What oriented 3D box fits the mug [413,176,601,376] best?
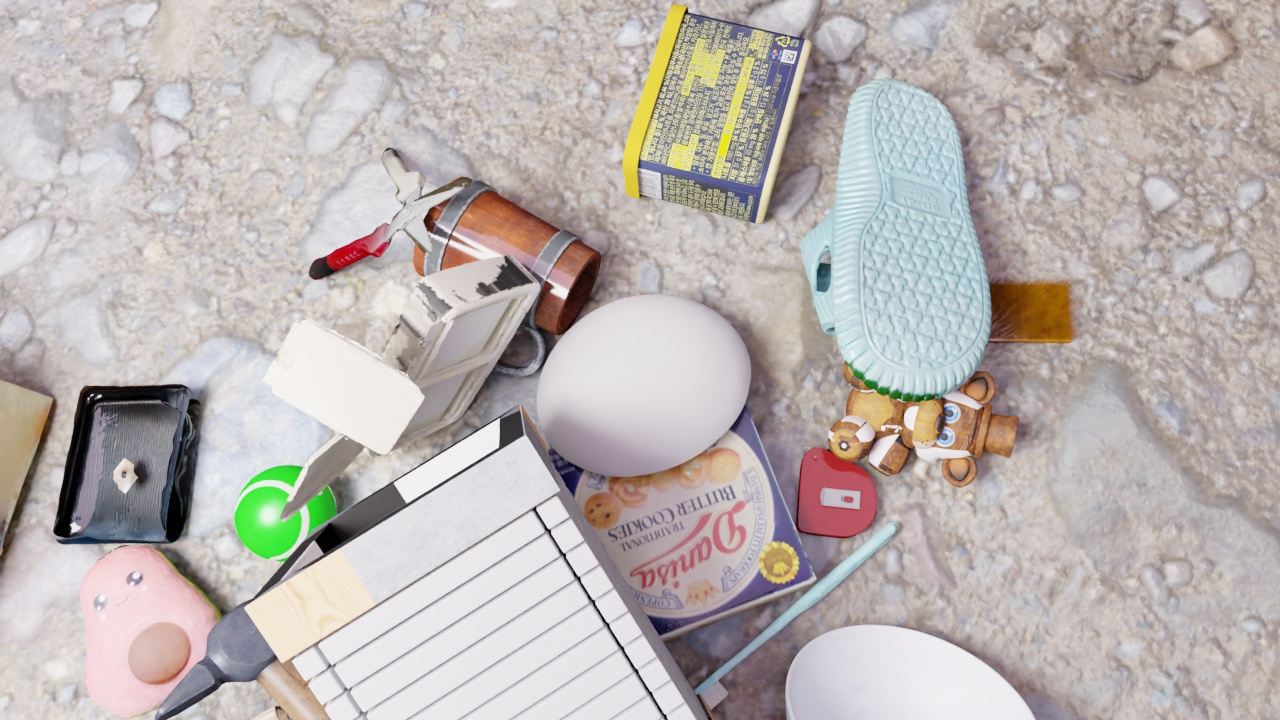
[{"bbox_3d":[-0.100,-0.056,0.658,0.111,0.081,0.117,27,102,8],"label":"mug"}]

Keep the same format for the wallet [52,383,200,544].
[{"bbox_3d":[-0.370,0.076,0.663,0.089,0.026,0.114,-1,73,6],"label":"wallet"}]

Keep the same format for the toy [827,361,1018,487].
[{"bbox_3d":[0.188,0.038,0.607,0.113,0.067,0.087,13,93,21],"label":"toy"}]

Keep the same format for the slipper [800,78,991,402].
[{"bbox_3d":[0.174,-0.083,0.632,0.116,0.070,0.275,14,58,-8],"label":"slipper"}]

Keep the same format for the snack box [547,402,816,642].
[{"bbox_3d":[0.024,0.105,0.613,0.144,0.043,0.145,-21,73,0],"label":"snack box"}]

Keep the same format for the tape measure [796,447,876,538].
[{"bbox_3d":[0.133,0.090,0.620,0.051,0.019,0.059,5,75,6],"label":"tape measure"}]

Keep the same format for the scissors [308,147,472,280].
[{"bbox_3d":[-0.179,-0.108,0.656,0.199,0.015,0.179,-30,42,30],"label":"scissors"}]

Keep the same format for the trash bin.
[{"bbox_3d":[-0.059,0.172,0.490,0.142,0.142,0.247,-31,97,-5],"label":"trash bin"}]

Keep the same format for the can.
[{"bbox_3d":[0.057,-0.178,0.673,0.104,0.075,0.135,15,76,6],"label":"can"}]

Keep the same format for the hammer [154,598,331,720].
[{"bbox_3d":[-0.144,0.273,0.561,0.322,0.040,0.129,45,52,4],"label":"hammer"}]

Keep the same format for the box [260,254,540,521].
[{"bbox_3d":[-0.139,0.020,0.563,0.080,0.179,0.144,44,125,13],"label":"box"}]

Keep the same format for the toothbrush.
[{"bbox_3d":[0.103,0.167,0.604,0.180,0.016,0.016,-40,72,-6],"label":"toothbrush"}]

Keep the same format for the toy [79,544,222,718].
[{"bbox_3d":[-0.337,0.178,0.620,0.090,0.051,0.110,-36,72,-12],"label":"toy"}]

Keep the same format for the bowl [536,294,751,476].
[{"bbox_3d":[-0.004,0.004,0.612,0.150,0.043,0.149,-10,48,11],"label":"bowl"}]

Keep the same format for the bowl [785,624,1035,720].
[{"bbox_3d":[0.152,0.233,0.539,0.144,0.143,0.074,9,115,7],"label":"bowl"}]

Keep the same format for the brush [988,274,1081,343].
[{"bbox_3d":[0.239,-0.035,0.646,0.126,0.017,0.048,1,75,5],"label":"brush"}]

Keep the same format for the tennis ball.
[{"bbox_3d":[-0.241,0.104,0.625,0.065,0.065,0.065,-1,74,4],"label":"tennis ball"}]

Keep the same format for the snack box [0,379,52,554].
[{"bbox_3d":[-0.494,0.095,0.609,0.081,0.145,0.195,10,76,10],"label":"snack box"}]

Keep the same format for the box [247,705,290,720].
[{"bbox_3d":[-0.186,0.298,0.575,0.067,0.057,0.187,-22,73,-35],"label":"box"}]
